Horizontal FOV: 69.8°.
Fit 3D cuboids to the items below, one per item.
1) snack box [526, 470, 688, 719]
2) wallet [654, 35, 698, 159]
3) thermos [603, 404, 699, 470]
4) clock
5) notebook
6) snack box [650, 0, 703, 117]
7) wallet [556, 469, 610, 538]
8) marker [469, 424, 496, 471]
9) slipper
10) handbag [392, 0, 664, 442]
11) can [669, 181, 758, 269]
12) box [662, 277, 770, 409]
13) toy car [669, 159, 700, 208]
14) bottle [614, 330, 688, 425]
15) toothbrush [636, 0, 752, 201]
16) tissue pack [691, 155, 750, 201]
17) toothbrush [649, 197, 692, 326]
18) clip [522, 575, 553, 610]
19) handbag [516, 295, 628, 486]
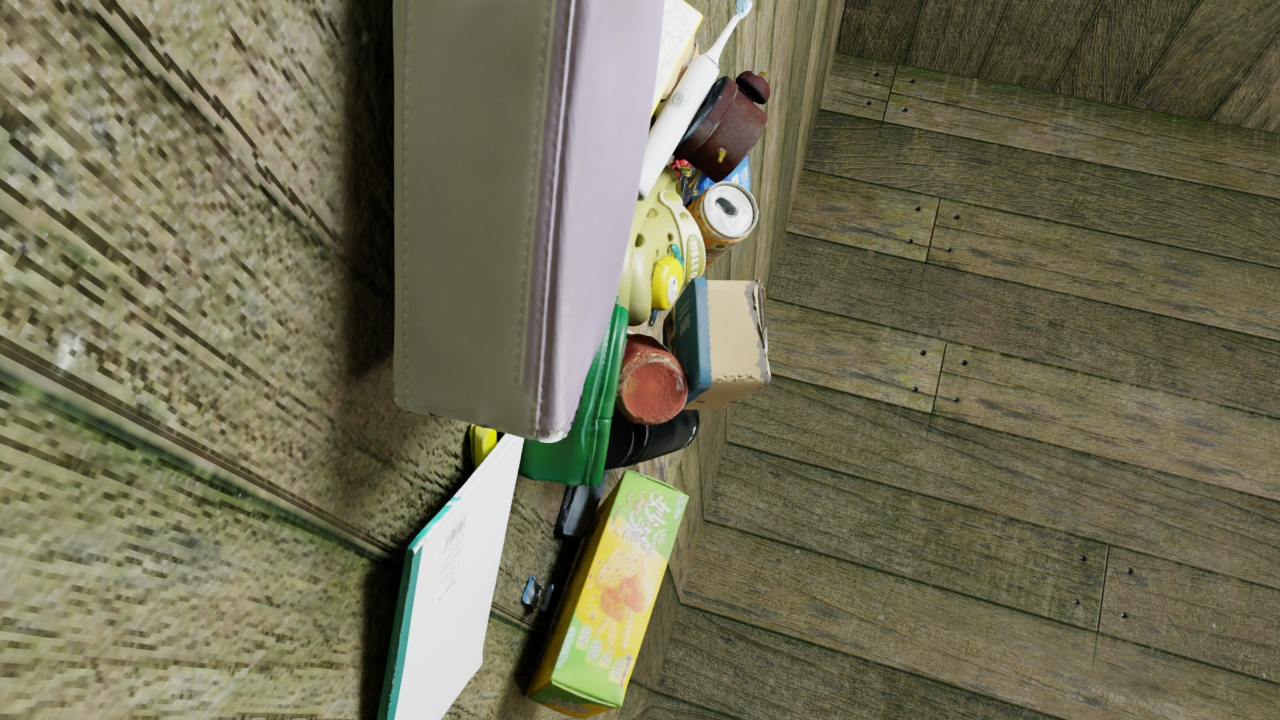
[{"bbox_3d":[-0.033,0.230,0.891,0.158,0.070,0.209,121,-8,-61],"label":"snack box"},{"bbox_3d":[0.033,-0.250,0.837,0.115,0.024,0.087,72,39,-69],"label":"wallet"},{"bbox_3d":[-0.011,0.069,0.863,0.090,0.068,0.242,-43,168,12],"label":"thermos"},{"bbox_3d":[0.075,-0.213,0.817,0.121,0.055,0.082,-61,-166,-25],"label":"clock"},{"bbox_3d":[-0.118,0.157,0.563,0.150,0.012,0.209,-53,160,-63],"label":"notebook"},{"bbox_3d":[-0.010,-0.166,0.592,0.087,0.033,0.140,-43,-159,50],"label":"snack box"},{"bbox_3d":[-0.051,0.115,0.905,0.097,0.019,0.120,56,51,-73],"label":"wallet"},{"bbox_3d":[-0.102,0.083,0.598,0.124,0.015,0.018,99,16,-44],"label":"marker"},{"bbox_3d":[0.018,-0.102,0.803,0.092,0.082,0.190,90,15,-45],"label":"slipper"},{"bbox_3d":[-0.049,-0.086,0.410,0.144,0.098,0.197,-52,153,-62],"label":"handbag"},{"bbox_3d":[0.059,-0.122,0.897,0.146,0.058,0.058,-33,-143,67],"label":"can"},{"bbox_3d":[0.057,-0.009,0.739,0.184,0.059,0.089,113,-25,-77],"label":"box"},{"bbox_3d":[0.042,-0.185,0.942,0.106,0.031,0.049,-63,163,-57],"label":"toy car"},{"bbox_3d":[-0.005,0.004,0.763,0.206,0.059,0.060,-126,-131,-78],"label":"bottle"},{"bbox_3d":[0.044,-0.231,0.788,0.220,0.027,0.026,-61,162,-15],"label":"toothbrush"},{"bbox_3d":[0.090,-0.216,1.057,0.156,0.052,0.095,-52,138,-64],"label":"tissue pack"},{"bbox_3d":[0.043,-0.124,1.080,0.014,0.016,0.189,59,47,-65],"label":"toothbrush"},{"bbox_3d":[-0.090,0.212,0.823,0.058,0.045,0.027,103,2,-68],"label":"clip"},{"bbox_3d":[-0.046,0.015,0.637,0.120,0.068,0.131,-73,173,-71],"label":"handbag"}]
